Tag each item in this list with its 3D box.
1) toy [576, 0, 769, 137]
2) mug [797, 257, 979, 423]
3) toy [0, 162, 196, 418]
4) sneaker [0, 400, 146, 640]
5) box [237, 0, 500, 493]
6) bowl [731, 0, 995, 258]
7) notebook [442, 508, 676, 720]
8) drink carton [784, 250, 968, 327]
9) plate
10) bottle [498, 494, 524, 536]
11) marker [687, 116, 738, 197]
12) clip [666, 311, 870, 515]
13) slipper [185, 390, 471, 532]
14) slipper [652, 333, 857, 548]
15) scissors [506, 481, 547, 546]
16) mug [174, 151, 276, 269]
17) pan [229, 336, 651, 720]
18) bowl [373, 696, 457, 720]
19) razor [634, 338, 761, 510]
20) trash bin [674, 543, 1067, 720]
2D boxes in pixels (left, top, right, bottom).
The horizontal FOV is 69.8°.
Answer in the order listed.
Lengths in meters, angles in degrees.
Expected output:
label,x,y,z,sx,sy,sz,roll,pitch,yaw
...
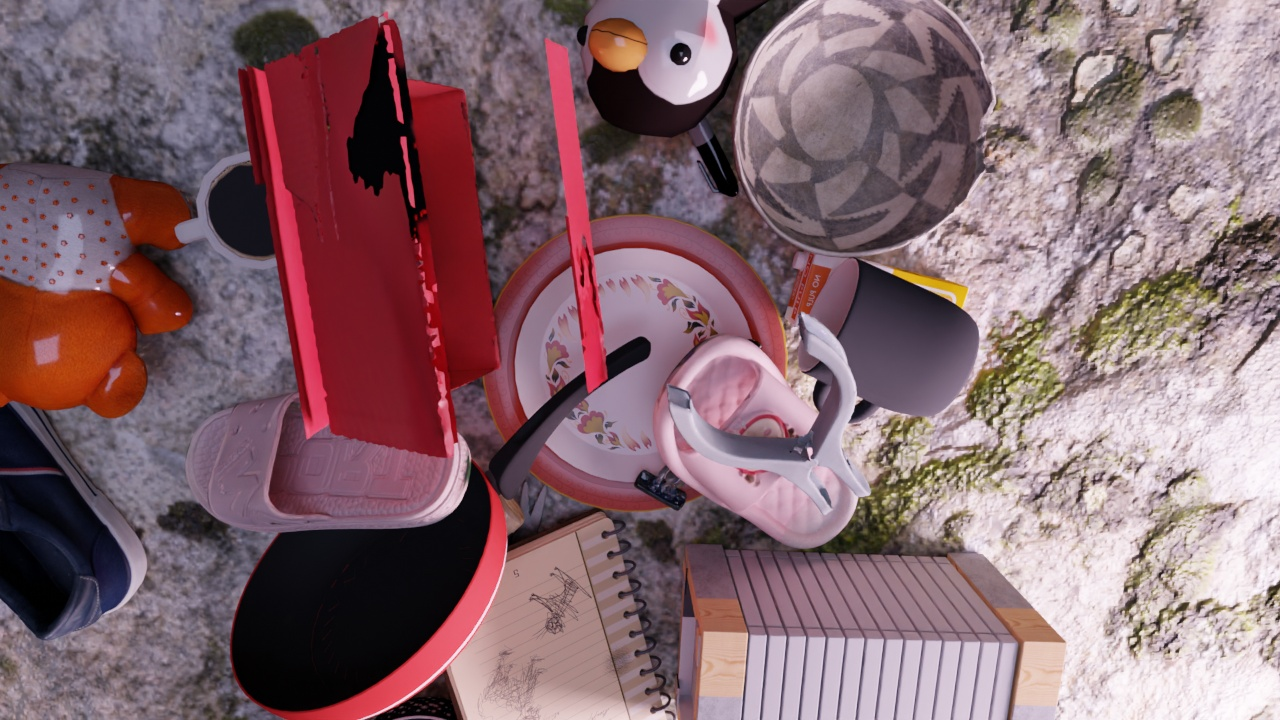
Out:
label,x,y,z,sx,sy,sz,roll,pitch,yaw
toy,0.028,-0.236,0.597,0.159,0.140,0.184,24,102,33
mug,0.162,0.000,0.636,0.094,0.085,0.122,23,129,-6
toy,-0.404,-0.048,0.647,0.163,0.093,0.172,6,90,-6
sneaker,-0.496,0.087,0.653,0.121,0.127,0.294,-36,99,5
box,-0.161,-0.064,0.527,0.121,0.318,0.211,-6,99,-3
bowl,0.142,-0.165,0.633,0.178,0.081,0.178,-3,109,-8
notebook,-0.062,0.245,0.716,0.167,0.024,0.225,-20,104,-25
drink carton,0.171,-0.043,0.683,0.122,0.040,0.058,14,102,-5
plate,-0.004,0.004,0.699,0.230,0.021,0.230,0,103,-2
bottle,-0.161,0.163,0.711,0.166,0.059,0.059,-39,101,6
marker,0.033,-0.178,0.662,0.022,0.016,0.138,-29,100,11
clip,0.118,0.028,0.591,0.173,0.030,0.159,31,122,-26
slipper,-0.233,0.069,0.634,0.240,0.064,0.094,1,67,22
slipper,0.090,0.071,0.671,0.107,0.055,0.221,-46,123,-1
scissors,-0.096,0.174,0.736,0.123,0.019,0.148,-26,97,8
mug,-0.263,-0.101,0.633,0.105,0.089,0.073,-15,103,2
pan,-0.128,0.108,0.646,0.356,0.209,0.067,-36,128,-5
bowl,-0.170,0.322,0.742,0.120,0.066,0.120,0,103,-2
razor,0.048,0.047,0.686,0.043,0.022,0.144,29,100,-9
trash bin,0.157,0.238,0.694,0.247,0.142,0.142,2,102,-2
